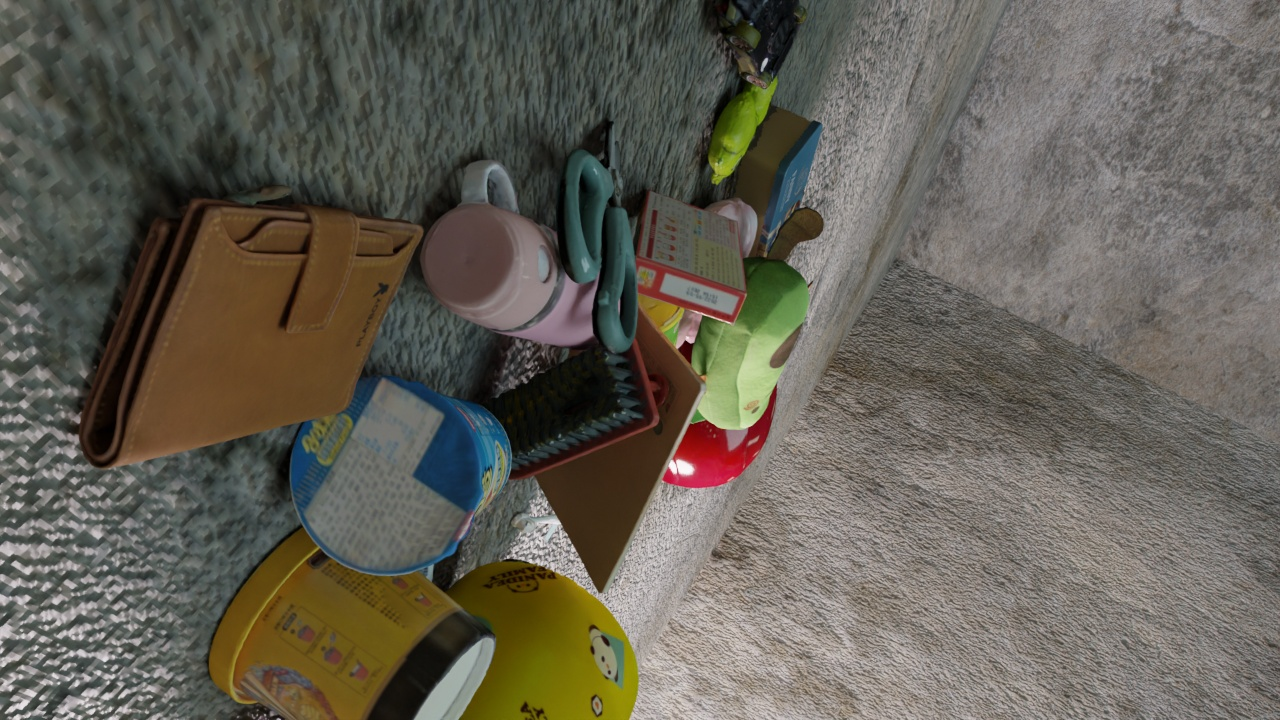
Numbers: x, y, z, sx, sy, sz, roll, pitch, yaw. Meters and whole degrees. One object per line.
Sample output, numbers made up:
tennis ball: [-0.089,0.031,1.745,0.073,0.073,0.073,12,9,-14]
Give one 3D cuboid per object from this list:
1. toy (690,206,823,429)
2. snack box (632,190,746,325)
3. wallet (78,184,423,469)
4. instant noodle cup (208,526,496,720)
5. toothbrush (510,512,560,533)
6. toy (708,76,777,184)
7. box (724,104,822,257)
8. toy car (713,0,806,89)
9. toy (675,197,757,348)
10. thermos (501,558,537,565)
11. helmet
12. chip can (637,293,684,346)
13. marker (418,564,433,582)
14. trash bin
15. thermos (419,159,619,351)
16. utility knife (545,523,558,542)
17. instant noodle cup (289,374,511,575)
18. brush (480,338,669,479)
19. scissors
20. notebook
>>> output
toy: [0.101,-0.024,0.867,0.226,0.090,0.247,-35,148,-32]
snack box: [0.033,-0.078,0.654,0.155,0.077,0.027,-82,-169,-64]
wallet: [-0.147,-0.021,0.368,0.119,0.035,0.130,-58,167,15]
instant noodle cup: [-0.154,0.163,0.517,0.118,0.114,0.119,-55,165,-23]
toothbrush: [-0.081,0.160,0.910,0.016,0.016,0.180,-53,160,4]
toy: [0.085,-0.204,0.788,0.099,0.031,0.097,-55,165,-38]
box: [0.129,-0.174,0.934,0.089,0.061,0.185,-54,165,-28]
toy car: [0.090,-0.254,0.687,0.070,0.042,0.158,-61,164,3]
toy: [0.061,-0.083,0.885,0.121,0.054,0.160,-19,136,-57]
thermos: [-0.127,0.265,0.863,0.143,0.093,0.093,-69,165,2]
helmet: [0.088,0.045,1.058,0.239,0.144,0.207,-55,162,-25]
chip can: [-0.005,0.005,0.799,0.072,0.072,0.222,-53,163,-27]
marker: [-0.149,0.116,0.636,0.016,0.017,0.146,-46,160,-44]
trash bin: [-0.129,0.292,0.658,0.254,0.229,0.230,-46,160,-60]
thermos: [-0.059,-0.054,0.541,0.198,0.067,0.087,17,70,-73]
utility knife: [-0.047,0.094,0.937,0.218,0.018,0.034,-61,166,6]
instant noodle cup: [-0.118,0.058,0.498,0.099,0.099,0.110,-61,173,2]
brush: [-0.053,0.040,0.620,0.146,0.063,0.069,-26,159,26]
scissors: [-0.017,-0.078,0.553,0.179,0.019,0.144,-81,157,-54]
notebook: [-0.027,0.052,0.688,0.008,0.147,0.208,-3,130,-35]
